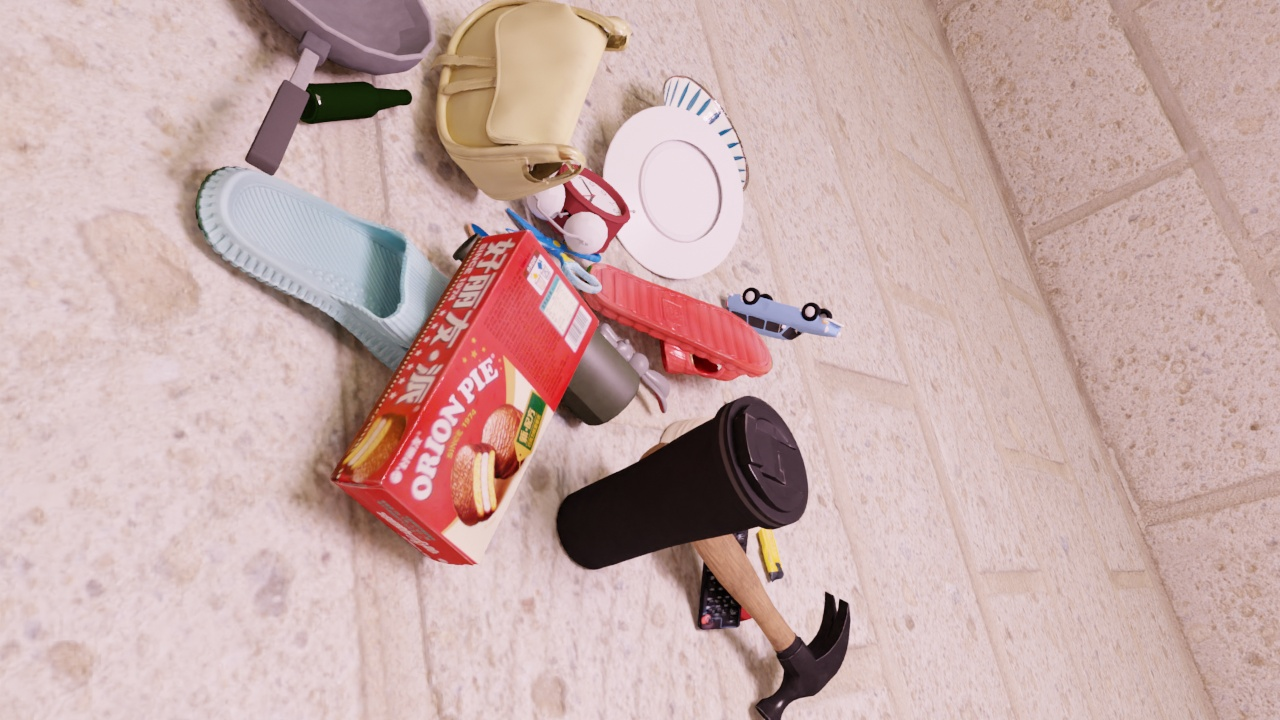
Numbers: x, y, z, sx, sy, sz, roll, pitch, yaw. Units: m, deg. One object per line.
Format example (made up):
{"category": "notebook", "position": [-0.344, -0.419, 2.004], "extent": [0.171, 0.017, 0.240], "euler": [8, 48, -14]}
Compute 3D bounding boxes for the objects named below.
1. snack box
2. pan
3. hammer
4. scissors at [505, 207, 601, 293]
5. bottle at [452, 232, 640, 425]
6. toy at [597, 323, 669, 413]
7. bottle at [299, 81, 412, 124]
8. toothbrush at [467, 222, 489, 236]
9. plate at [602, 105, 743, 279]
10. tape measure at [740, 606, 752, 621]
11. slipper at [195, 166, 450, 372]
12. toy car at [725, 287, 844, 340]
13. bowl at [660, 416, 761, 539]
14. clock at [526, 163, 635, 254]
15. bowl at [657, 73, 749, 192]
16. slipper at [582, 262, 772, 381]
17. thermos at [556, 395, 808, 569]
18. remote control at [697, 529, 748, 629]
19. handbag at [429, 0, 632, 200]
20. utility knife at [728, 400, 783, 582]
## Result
{"category": "snack box", "position": [-0.123, 0.024, 0.698], "extent": [0.113, 0.060, 0.235], "euler": [53, 49, -40]}
{"category": "pan", "position": [-0.266, -0.256, 0.748], "extent": [0.178, 0.041, 0.356], "euler": [30, 37, -29]}
{"category": "hammer", "position": [0.097, 0.202, 0.884], "extent": [0.132, 0.040, 0.305], "euler": [-39, 108, -16]}
{"category": "scissors", "position": [-0.086, -0.108, 0.929], "extent": [0.130, 0.018, 0.110], "euler": [15, 37, -40]}
{"category": "bottle", "position": [-0.089, -0.031, 0.843], "extent": [0.207, 0.072, 0.071], "euler": [47, 37, -21]}
{"category": "toy", "position": [-0.006, 0.006, 0.966], "extent": [0.111, 0.030, 0.049], "euler": [45, 23, -16]}
{"category": "bottle", "position": [-0.247, -0.228, 0.805], "extent": [0.033, 0.033, 0.122], "euler": [61, 34, -2]}
{"category": "toothbrush", "position": [-0.122, -0.077, 0.880], "extent": [0.135, 0.017, 0.021], "euler": [56, 30, -10]}
{"category": "plate", "position": [0.047, -0.203, 1.103], "extent": [0.208, 0.015, 0.208], "euler": [1, 88, -33]}
{"category": "tape measure", "position": [0.104, 0.247, 0.954], "extent": [0.059, 0.019, 0.051], "euler": [47, 37, -22]}
{"category": "slipper", "position": [-0.207, -0.064, 0.718], "extent": [0.276, 0.070, 0.115], "euler": [35, 40, -33]}
{"category": "toy car", "position": [0.180, -0.053, 1.164], "extent": [0.056, 0.153, 0.055], "euler": [13, 94, -58]}
{"category": "bowl", "position": [0.095, 0.122, 0.978], "extent": [0.150, 0.076, 0.150], "euler": [31, 45, -37]}
{"category": "clock", "position": [-0.063, -0.157, 0.958], "extent": [0.096, 0.048, 0.137], "euler": [43, 27, 3]}
{"category": "bowl", "position": [0.063, -0.282, 1.212], "extent": [0.177, 0.071, 0.177], "euler": [31, 46, -38]}
{"category": "slipper", "position": [0.038, -0.029, 1.014], "extent": [0.248, 0.059, 0.103], "euler": [21, 35, -24]}
{"category": "thermos", "position": [0.030, 0.113, 0.770], "extent": [0.105, 0.219, 0.105], "euler": [31, 45, -38]}
{"category": "remote control", "position": [0.082, 0.189, 0.908], "extent": [0.047, 0.022, 0.150], "euler": [6, 90, -26]}
{"category": "handbag", "position": [-0.114, -0.260, 0.886], "extent": [0.088, 0.191, 0.232], "euler": [50, 46, -47]}
{"category": "utility knife", "position": [0.130, 0.148, 1.064], "extent": [0.030, 0.019, 0.217], "euler": [21, 48, -56]}
